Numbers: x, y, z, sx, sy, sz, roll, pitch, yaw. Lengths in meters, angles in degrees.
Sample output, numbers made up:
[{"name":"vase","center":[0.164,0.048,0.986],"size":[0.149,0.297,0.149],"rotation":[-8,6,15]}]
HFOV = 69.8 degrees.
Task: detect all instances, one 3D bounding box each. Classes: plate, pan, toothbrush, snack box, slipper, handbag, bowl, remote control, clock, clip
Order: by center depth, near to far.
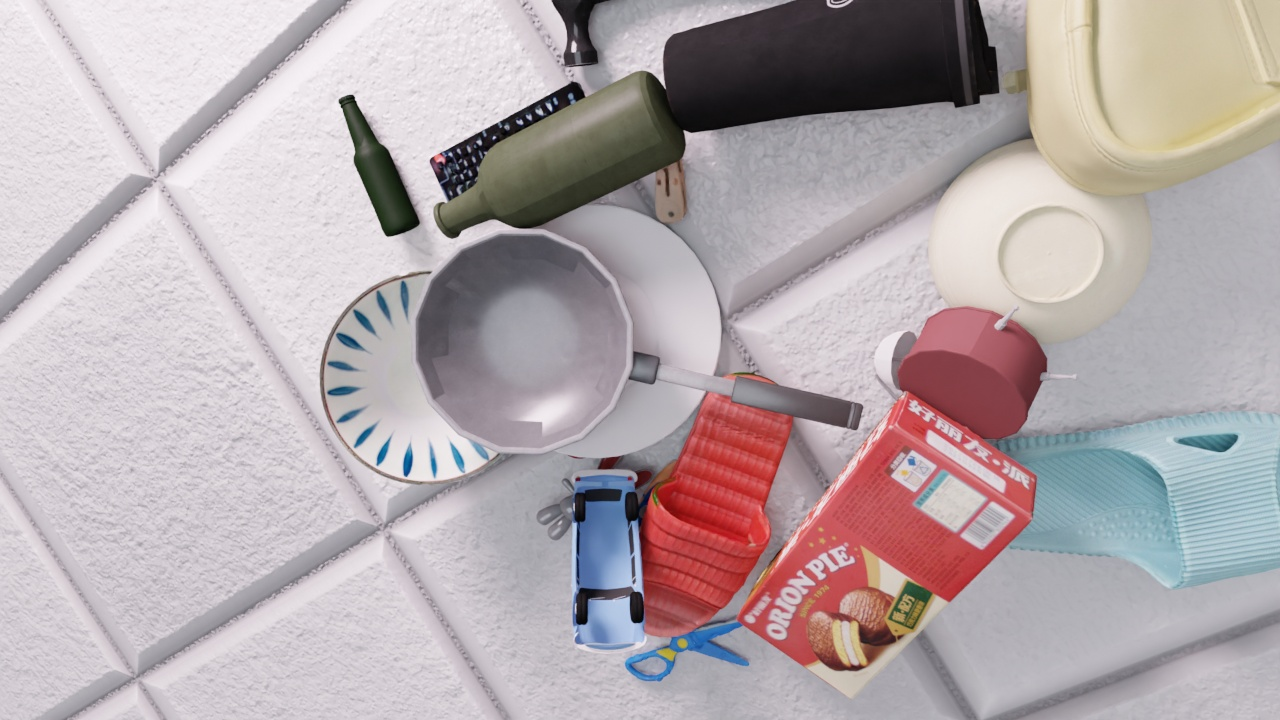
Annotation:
[{"name":"handbag","center":[0.325,-0.225,0.564],"size":[0.191,0.088,0.232],"rotation":[-11,83,4]},{"name":"bowl","center":[0.279,-0.078,0.637],"size":[0.151,0.075,0.151],"rotation":[4,103,15]},{"name":"slipper","center":[0.367,0.100,0.658],"size":[0.277,0.069,0.116],"rotation":[-5,98,18]},{"name":"clock","center":[0.230,0.011,0.662],"size":[0.096,0.048,0.138],"rotation":[45,152,-14]},{"name":"snack box","center":[0.180,0.147,0.700],"size":[0.113,0.060,0.237],"rotation":[33,124,8]},{"name":"pan","center":[-0.004,0.004,0.724],"size":[0.357,0.041,0.178],"rotation":[13,96,5]},{"name":"clip","center":[0.024,-0.141,0.730],"size":[0.026,0.049,0.061],"rotation":[-2,142,16]},{"name":"slipper","center":[0.056,0.131,0.757],"size":[0.103,0.059,0.249],"rotation":[23,105,1]},{"name":"plate","center":[-0.038,-0.024,0.760],"size":[0.208,0.015,0.208],"rotation":[0,95,3]},{"name":"remote control","center":[-0.104,-0.177,0.760],"size":[0.150,0.022,0.047],"rotation":[-20,97,22]},{"name":"bowl","center":[-0.183,0.015,0.786],"size":[0.177,0.071,0.177],"rotation":[1,88,-21]},{"name":"toothbrush","center":[-0.001,0.139,0.806],"size":[0.021,0.017,0.135],"rotation":[35,106,2]}]

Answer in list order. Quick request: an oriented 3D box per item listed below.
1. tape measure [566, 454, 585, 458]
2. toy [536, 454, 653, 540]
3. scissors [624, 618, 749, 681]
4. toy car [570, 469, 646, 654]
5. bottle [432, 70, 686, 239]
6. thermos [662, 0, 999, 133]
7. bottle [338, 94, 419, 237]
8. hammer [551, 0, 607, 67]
[{"name":"tape measure","center":[-0.055,0.055,0.800],"size":[0.059,0.019,0.051],"rotation":[39,113,12]},{"name":"toy","center":[-0.042,0.116,0.804],"size":[0.112,0.030,0.049],"rotation":[-38,85,11]},{"name":"scissors","center":[0.036,0.242,0.822],"size":[0.131,0.018,0.110],"rotation":[-23,98,20]},{"name":"toy car","center":[-0.027,0.162,0.739],"size":[0.056,0.153,0.055],"rotation":[0,148,-5]},{"name":"bottle","center":[-0.070,-0.148,0.709],"size":[0.207,0.071,0.071],"rotation":[-21,96,22]},{"name":"thermos","center":[0.130,-0.215,0.641],"size":[0.219,0.105,0.106],"rotation":[-5,101,23]},{"name":"bottle","center":[-0.229,-0.169,0.793],"size":[0.033,0.033,0.123],"rotation":[-21,96,20]},{"name":"hammer","center":[0.079,-0.302,0.668],"size":[0.306,0.040,0.132],"rotation":[-2,105,17]}]
